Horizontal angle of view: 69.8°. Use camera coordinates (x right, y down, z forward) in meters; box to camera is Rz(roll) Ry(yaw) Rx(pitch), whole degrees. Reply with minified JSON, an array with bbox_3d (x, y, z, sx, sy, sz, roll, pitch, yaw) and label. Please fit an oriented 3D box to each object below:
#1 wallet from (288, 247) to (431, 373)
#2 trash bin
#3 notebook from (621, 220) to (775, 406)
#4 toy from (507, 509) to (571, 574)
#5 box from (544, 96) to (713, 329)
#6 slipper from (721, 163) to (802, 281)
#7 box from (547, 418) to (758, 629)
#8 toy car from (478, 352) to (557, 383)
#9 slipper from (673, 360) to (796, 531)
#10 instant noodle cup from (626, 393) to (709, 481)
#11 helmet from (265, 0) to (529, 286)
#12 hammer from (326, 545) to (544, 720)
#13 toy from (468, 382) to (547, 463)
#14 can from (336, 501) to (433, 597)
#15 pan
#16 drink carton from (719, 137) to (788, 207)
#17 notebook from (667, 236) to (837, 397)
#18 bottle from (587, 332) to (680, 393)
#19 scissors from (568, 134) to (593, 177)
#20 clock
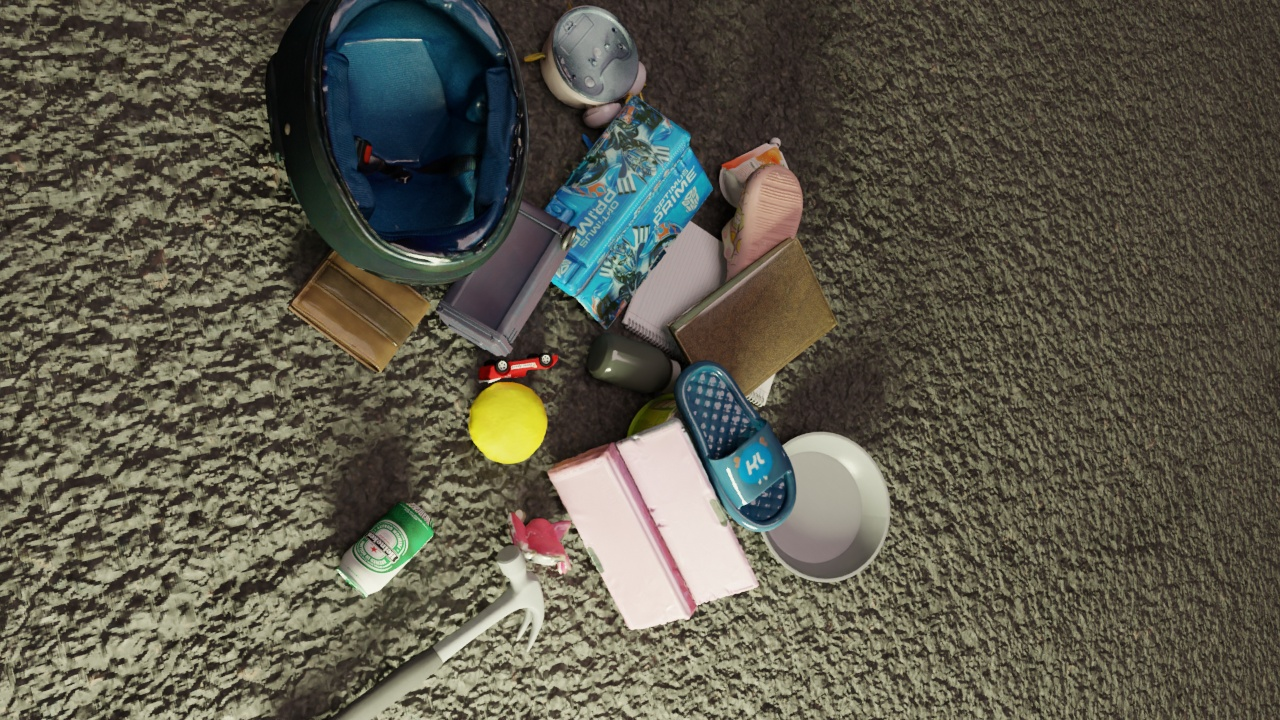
[{"bbox_3d":[-0.299,-0.059,0.984,0.121,0.027,0.098,41,65,-21],"label":"wallet"},{"bbox_3d":[-0.148,-0.092,1.010,0.094,0.092,0.160,30,82,4],"label":"trash bin"},{"bbox_3d":[0.102,-0.068,1.229,0.245,0.013,0.177,30,71,-26],"label":"notebook"},{"bbox_3d":[-0.123,0.208,1.057,0.102,0.050,0.065,32,36,-43],"label":"toy"},{"bbox_3d":[-0.018,-0.176,1.109,0.170,0.071,0.243,41,79,-23],"label":"box"},{"bbox_3d":[0.152,-0.165,1.225,0.093,0.081,0.197,1,107,-31],"label":"slipper"},{"bbox_3d":[0.014,0.198,1.074,0.232,0.179,0.039,63,22,-10],"label":"box"},{"bbox_3d":[-0.142,0.007,1.063,0.089,0.038,0.025,-9,93,-31],"label":"toy car"},{"bbox_3d":[0.116,0.095,1.066,0.103,0.059,0.213,-28,89,-25],"label":"slipper"},{"bbox_3d":[0.063,0.108,1.128,0.146,0.098,0.146,4,79,-20],"label":"instant noodle cup"},{"bbox_3d":[-0.235,-0.210,0.905,0.248,0.236,0.316,-3,80,-27],"label":"helmet"},{"bbox_3d":[-0.234,0.330,0.977,0.310,0.029,0.125,-33,125,-22],"label":"hammer"},{"bbox_3d":[-0.151,0.071,1.052,0.094,0.041,0.095,-24,99,-25],"label":"toy"},{"bbox_3d":[-0.267,0.197,0.966,0.101,0.053,0.053,-46,109,-25],"label":"can"},{"bbox_3d":[0.173,0.183,1.230,0.356,0.051,0.200,12,77,-15],"label":"pan"},{"bbox_3d":[0.164,-0.260,1.271,0.122,0.039,0.069,-33,103,-35],"label":"drink carton"},{"bbox_3d":[0.156,-0.028,1.202,0.215,0.034,0.190,-36,117,-13],"label":"notebook"},{"bbox_3d":[-0.007,0.007,1.131,0.108,0.060,0.060,18,77,-28],"label":"bottle"},{"bbox_3d":[-0.036,-0.227,1.161,0.125,0.015,0.127,-9,88,-32],"label":"scissors"},{"bbox_3d":[-0.053,-0.355,1.131,0.158,0.059,0.116,41,68,-22],"label":"clock"}]
